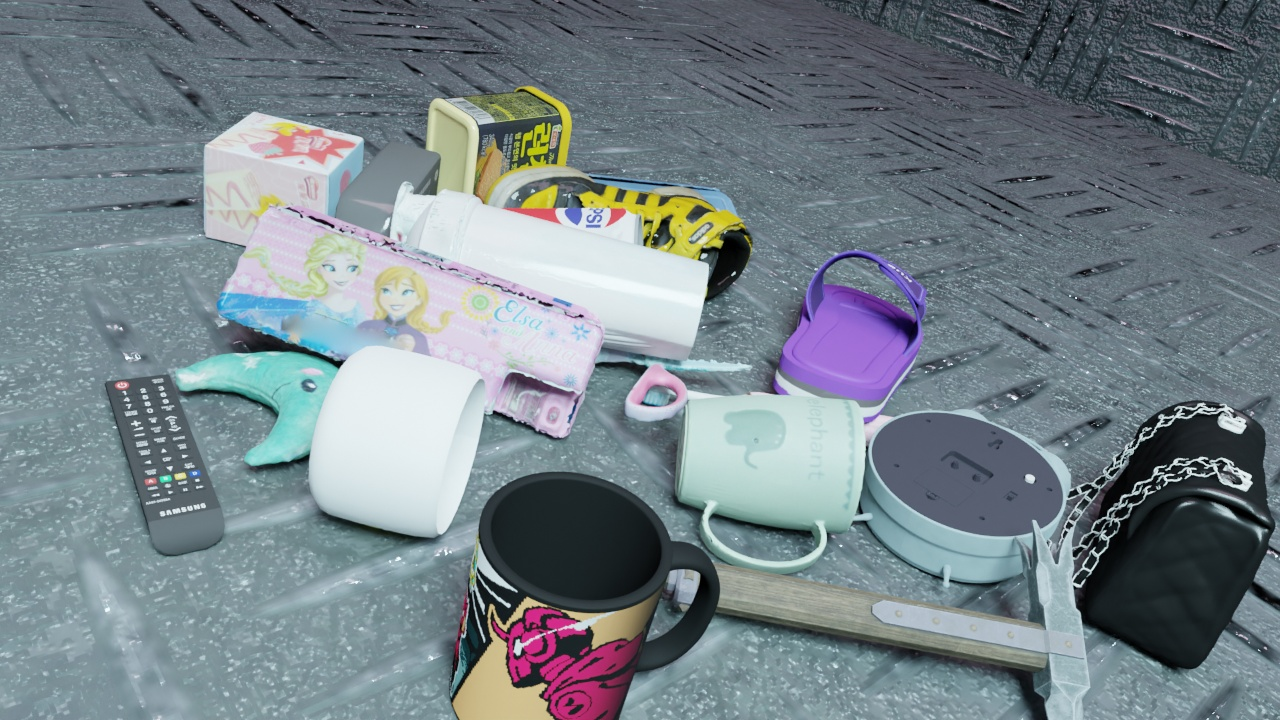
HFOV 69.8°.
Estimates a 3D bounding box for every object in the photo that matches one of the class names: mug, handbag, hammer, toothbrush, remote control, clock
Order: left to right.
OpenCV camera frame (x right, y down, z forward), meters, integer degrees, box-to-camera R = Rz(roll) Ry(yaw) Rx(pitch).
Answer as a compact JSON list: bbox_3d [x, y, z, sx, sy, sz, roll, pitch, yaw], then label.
[{"bbox_3d":[-0.258,0.049,0.494,0.033,0.015,0.147,-9,38,-35],"label":"remote control"},{"bbox_3d":[-0.127,0.041,0.497,0.068,0.094,0.115,14,8,0],"label":"mug"},{"bbox_3d":[-0.020,0.113,0.412,0.118,0.098,0.081,2,33,-22],"label":"mug"},{"bbox_3d":[0.075,0.073,0.554,0.104,0.084,0.111,5,59,-1],"label":"mug"},{"bbox_3d":[0.076,0.130,0.481,0.317,0.028,0.146,10,55,0],"label":"hammer"},{"bbox_3d":[0.107,0.040,0.666,0.222,0.026,0.027,11,12,-6],"label":"toothbrush"},{"bbox_3d":[0.215,0.082,0.604,0.159,0.045,0.122,-24,44,-37],"label":"clock"},{"bbox_3d":[0.324,0.090,0.580,0.115,0.125,0.153,29,33,22],"label":"handbag"}]

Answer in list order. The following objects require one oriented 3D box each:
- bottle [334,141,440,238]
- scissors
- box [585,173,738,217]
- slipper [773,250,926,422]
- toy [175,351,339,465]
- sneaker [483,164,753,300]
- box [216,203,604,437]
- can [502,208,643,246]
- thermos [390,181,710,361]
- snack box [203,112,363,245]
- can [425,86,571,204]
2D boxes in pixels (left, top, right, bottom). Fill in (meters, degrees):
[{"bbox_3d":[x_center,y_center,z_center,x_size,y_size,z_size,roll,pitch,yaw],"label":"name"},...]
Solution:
[{"bbox_3d":[-0.199,-0.097,0.699,0.046,0.084,0.173,13,31,-4],"label":"bottle"},{"bbox_3d":[-0.008,0.002,0.659,0.177,0.013,0.170,8,22,10],"label":"scissors"},{"bbox_3d":[-0.004,-0.169,0.949,0.209,0.043,0.124,1,34,-26],"label":"box"},{"bbox_3d":[0.180,-0.041,0.744,0.107,0.084,0.265,20,24,14],"label":"slipper"},{"bbox_3d":[-0.213,0.022,0.542,0.105,0.033,0.084,34,36,33],"label":"toy"},{"bbox_3d":[-0.008,-0.105,0.791,0.238,0.086,0.122,-3,30,-34],"label":"sneaker"},{"bbox_3d":[-0.141,-0.022,0.572,0.230,0.085,0.070,20,17,-2],"label":"box"},{"bbox_3d":[-0.066,-0.084,0.722,0.132,0.070,0.070,1,30,5],"label":"can"},{"bbox_3d":[-0.067,-0.054,0.645,0.220,0.099,0.099,13,30,-1],"label":"thermos"},{"bbox_3d":[-0.283,-0.140,0.735,0.095,0.080,0.092,13,30,-5],"label":"snack box"},{"bbox_3d":[-0.128,-0.163,0.796,0.100,0.131,0.072,-20,45,-42],"label":"can"}]
